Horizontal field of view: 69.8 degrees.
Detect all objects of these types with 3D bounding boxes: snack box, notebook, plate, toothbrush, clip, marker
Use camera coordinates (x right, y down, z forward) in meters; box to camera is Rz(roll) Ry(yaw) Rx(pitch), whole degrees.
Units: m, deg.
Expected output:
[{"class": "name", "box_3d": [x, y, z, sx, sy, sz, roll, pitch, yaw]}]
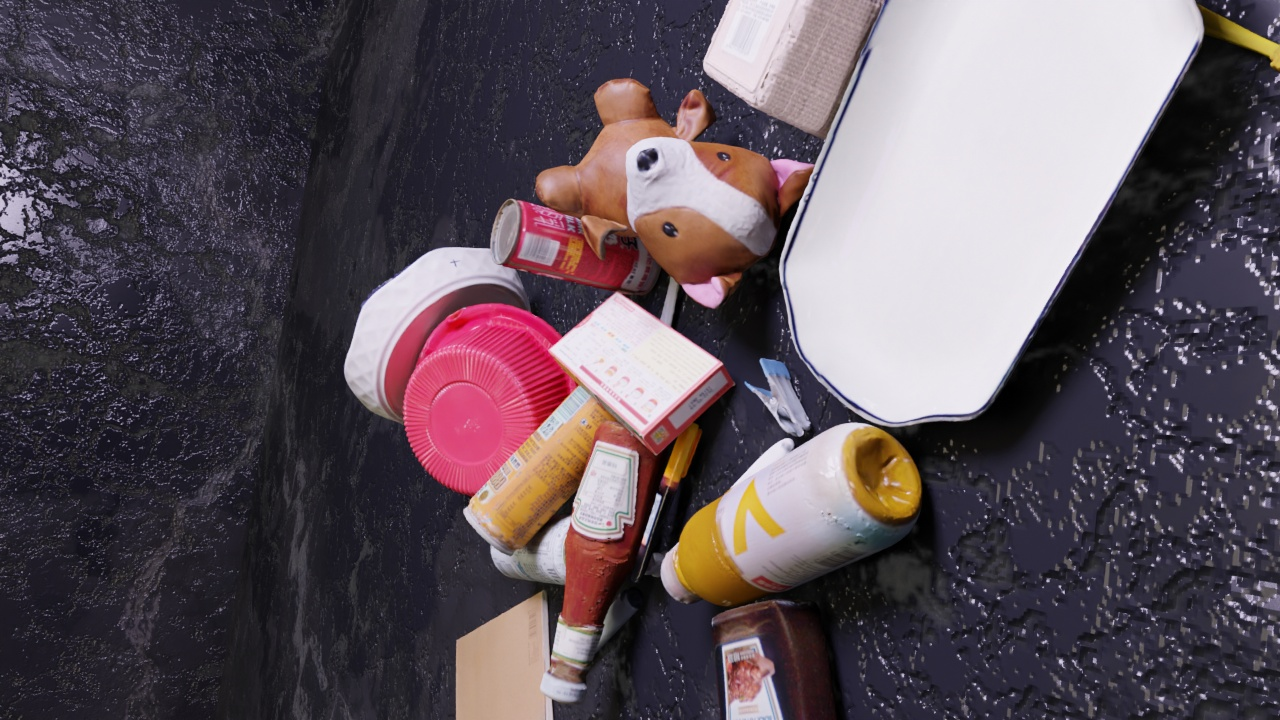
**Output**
[{"class": "snack box", "box_3d": [-0.004, 0.004, 0.692, 0.077, 0.027, 0.156, -41, 38, -8]}, {"class": "notebook", "box_3d": [-0.136, 0.321, 0.881, 0.212, 0.012, 0.149, -40, 47, 47]}, {"class": "plate", "box_3d": [0.161, -0.092, 0.454, 0.162, 0.034, 0.266, 45, 125, 43]}, {"class": "toothbrush", "box_3d": [0.049, 0.105, 0.631, 0.181, 0.016, 0.016, -50, 43, 40]}, {"class": "toothbrush", "box_3d": [0.229, -0.162, 0.410, 0.016, 0.016, 0.190, -62, 34, 27]}, {"class": "clip", "box_3d": [0.090, 0.027, 0.582, 0.045, 0.027, 0.058, -54, 41, 24]}, {"class": "plate", "box_3d": [-0.191, -0.015, 0.915, 0.045, 0.204, 0.205, 40, 118, 30]}, {"class": "marker", "box_3d": [0.018, 0.103, 0.667, 0.018, 0.015, 0.124, -166, 96, -74]}, {"class": "marker", "box_3d": [-0.034, 0.218, 0.734, 0.131, 0.018, 0.022, -55, 39, 36]}]

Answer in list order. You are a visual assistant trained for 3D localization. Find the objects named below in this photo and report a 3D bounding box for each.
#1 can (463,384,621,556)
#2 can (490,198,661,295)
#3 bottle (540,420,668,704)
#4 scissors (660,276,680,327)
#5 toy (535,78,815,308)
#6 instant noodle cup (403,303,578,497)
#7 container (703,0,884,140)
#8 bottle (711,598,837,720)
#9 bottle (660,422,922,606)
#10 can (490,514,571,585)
[{"class": "can", "box_3d": [-0.074, 0.087, 0.745, 0.146, 0.058, 0.058, -46, 33, -2]}, {"class": "can", "box_3d": [-0.050, -0.090, 0.746, 0.053, 0.132, 0.053, -26, 59, 54]}, {"class": "bottle", "box_3d": [-0.031, 0.150, 0.686, 0.060, 0.059, 0.206, 4, 76, 60]}, {"class": "scissors", "box_3d": [0.037, -0.078, 0.717, 0.125, 0.012, 0.173, -28, 59, 53]}, {"class": "toy", "box_3d": [0.022, -0.122, 0.644, 0.199, 0.130, 0.140, 39, 97, 35]}, {"class": "instant noodle cup", "box_3d": [-0.138, 0.049, 0.813, 0.194, 0.065, 0.194, 5, 103, 21]}, {"class": "container", "box_3d": [0.108, -0.177, 0.527, 0.090, 0.110, 0.090, -65, 33, 23]}, {"class": "bottle", "box_3d": [0.080, 0.236, 0.511, 0.080, 0.044, 0.194, -36, 52, 51]}, {"class": "bottle", "box_3d": [0.077, 0.100, 0.534, 0.190, 0.068, 0.068, -41, 47, 47]}, {"class": "can", "box_3d": [-0.074, 0.160, 0.781, 0.147, 0.058, 0.058, -16, 67, 57]}]
